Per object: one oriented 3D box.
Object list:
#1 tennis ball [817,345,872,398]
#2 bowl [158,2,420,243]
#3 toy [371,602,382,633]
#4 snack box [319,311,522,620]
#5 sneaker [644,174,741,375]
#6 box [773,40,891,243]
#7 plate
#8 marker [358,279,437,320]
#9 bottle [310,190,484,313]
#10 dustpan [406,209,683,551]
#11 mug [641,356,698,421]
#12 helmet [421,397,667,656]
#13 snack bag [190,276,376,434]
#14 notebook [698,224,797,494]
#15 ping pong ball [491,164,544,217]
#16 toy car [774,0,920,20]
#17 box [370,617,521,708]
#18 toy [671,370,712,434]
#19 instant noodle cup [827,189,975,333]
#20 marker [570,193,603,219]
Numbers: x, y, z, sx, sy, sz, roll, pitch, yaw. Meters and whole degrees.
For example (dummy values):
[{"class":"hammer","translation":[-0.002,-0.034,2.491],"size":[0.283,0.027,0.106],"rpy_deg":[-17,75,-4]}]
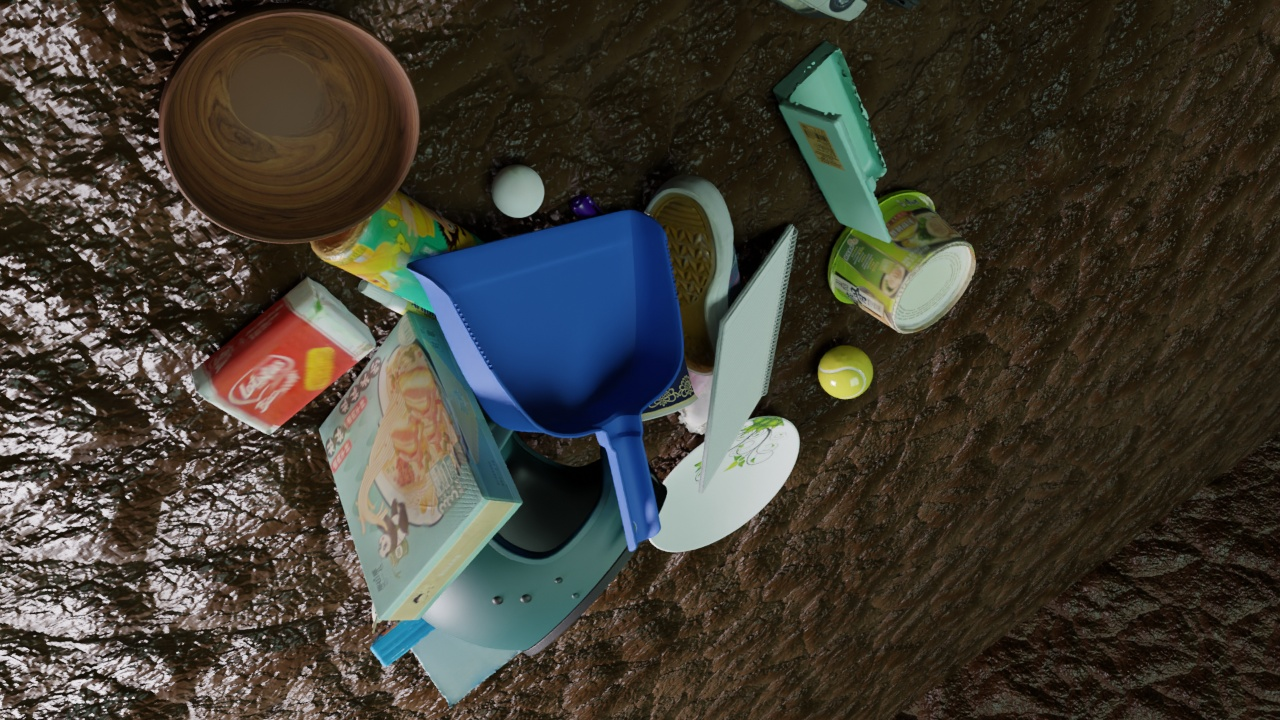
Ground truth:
[{"class":"tennis ball","translation":[0.248,0.014,1.112],"size":[0.065,0.065,0.065],"rpy_deg":[-22,139,-21]},{"class":"bowl","translation":[-0.217,-0.152,0.559],"size":[0.147,0.069,0.147],"rpy_deg":[-22,138,-21]},{"class":"toy","translation":[-0.243,0.223,0.925],"size":[0.112,0.050,0.087],"rpy_deg":[-31,148,-48]},{"class":"snack box","translation":[-0.176,0.079,0.710],"size":[0.044,0.193,0.142],"rpy_deg":[16,123,-47]},{"class":"sneaker","translation":[0.058,-0.087,0.860],"size":[0.079,0.087,0.236],"rpy_deg":[-52,152,-30]},{"class":"box","translation":[0.197,-0.190,0.845],"size":[0.077,0.093,0.188],"rpy_deg":[-41,142,3]},{"class":"plate","translation":[0.098,0.149,1.152],"size":[0.229,0.030,0.230],"rpy_deg":[-22,139,-21]},{"class":"marker","translation":[-0.177,-0.036,0.753],"size":[0.014,0.014,0.132],"rpy_deg":[-47,142,9]},{"class":"bottle","translation":[-0.147,-0.068,0.701],"size":[0.068,0.068,0.209],"rpy_deg":[-48,142,11]},{"class":"dustpan","translation":[-0.039,0.024,0.717],"size":[0.244,0.060,0.258],"rpy_deg":[-24,107,-47]},{"class":"mug","translation":[-0.005,0.005,0.884],"size":[0.085,0.112,0.089],"rpy_deg":[-20,98,-33]},{"class":"helmet","translation":[-0.117,0.126,0.820],"size":[0.200,0.176,0.275],"rpy_deg":[38,113,-10]},{"class":"snack bag","translation":[-0.267,-0.001,0.695],"size":[0.116,0.036,0.077],"rpy_deg":[-40,143,0]},{"class":"notebook","translation":[0.110,0.001,0.956],"size":[0.177,0.013,0.246],"rpy_deg":[-52,156,-41]},{"class":"ping pong ball","translation":[-0.094,-0.130,0.705],"size":[0.040,0.040,0.040],"rpy_deg":[-22,139,-21]},{"class":"toy car","translation":[0.117,-0.305,0.683],"size":[0.191,0.094,0.071],"rpy_deg":[7,144,-44]},{"class":"box","translation":[-0.148,0.260,0.976],"size":[0.243,0.115,0.094],"rpy_deg":[-38,177,-1]},{"class":"toy","translation":[0.063,0.030,0.992],"size":[0.095,0.041,0.109],"rpy_deg":[-58,146,2]},{"class":"instant noodle cup","translation":[0.288,-0.102,1.002],"size":[0.146,0.098,0.146],"rpy_deg":[-22,139,-21]},{"class":"marker","translation":[-0.025,-0.104,0.810],"size":[0.018,0.015,0.134],"rpy_deg":[-43,142,0]}]
